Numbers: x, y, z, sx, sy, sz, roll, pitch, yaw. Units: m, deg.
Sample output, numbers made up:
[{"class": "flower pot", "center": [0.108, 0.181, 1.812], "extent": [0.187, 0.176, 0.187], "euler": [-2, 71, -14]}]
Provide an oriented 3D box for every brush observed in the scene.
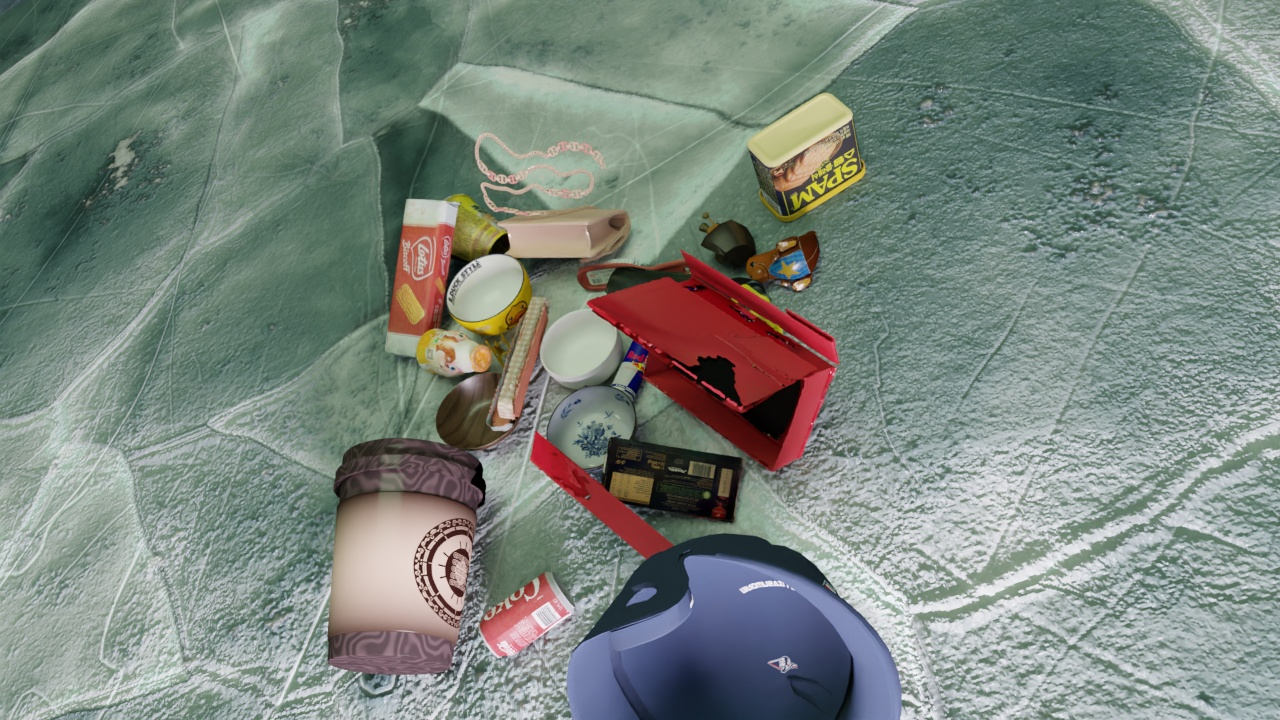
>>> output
[{"class": "brush", "center": [-0.002, -0.121, 1.226], "extent": [0.173, 0.041, 0.030], "euler": [-3, 38, 21]}]

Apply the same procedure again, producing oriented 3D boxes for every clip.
[{"class": "clip", "center": [-0.182, -0.018, 1.226], "extent": [0.045, 0.054, 0.048], "euler": [-18, 24, 35]}]

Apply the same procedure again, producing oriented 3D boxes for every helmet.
[{"class": "helmet", "center": [0.096, 0.260, 0.798], "extent": [0.273, 0.232, 0.222], "euler": [-10, 12, 40]}]

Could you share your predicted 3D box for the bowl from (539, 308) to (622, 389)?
[{"class": "bowl", "center": [-0.071, -0.009, 1.165], "extent": [0.105, 0.054, 0.104], "euler": [-10, 53, 13]}]

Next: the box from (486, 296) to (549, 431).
[{"class": "box", "center": [-0.153, -0.001, 1.155], "extent": [0.079, 0.054, 0.186], "euler": [-32, 35, 42]}]

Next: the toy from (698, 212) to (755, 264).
[{"class": "toy", "center": [0.107, -0.160, 1.197], "extent": [0.076, 0.063, 0.100], "euler": [-5, 38, -28]}]

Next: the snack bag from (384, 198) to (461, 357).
[{"class": "snack bag", "center": [-0.306, -0.114, 1.282], "extent": [0.078, 0.041, 0.225], "euler": [8, 91, 28]}]

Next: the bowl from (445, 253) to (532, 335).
[{"class": "bowl", "center": [-0.199, -0.081, 1.258], "extent": [0.117, 0.068, 0.117], "euler": [-11, 54, 15]}]

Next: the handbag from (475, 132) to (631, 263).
[{"class": "handbag", "center": [-0.101, -0.230, 1.245], "extent": [0.199, 0.187, 0.116], "euler": [5, 26, 29]}]

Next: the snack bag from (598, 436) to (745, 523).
[{"class": "snack bag", "center": [0.033, 0.131, 1.016], "extent": [0.155, 0.018, 0.074], "euler": [9, 66, 7]}]

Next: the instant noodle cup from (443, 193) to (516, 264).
[{"class": "instant noodle cup", "center": [-0.237, -0.177, 1.328], "extent": [0.108, 0.102, 0.102], "euler": [29, 71, 25]}]

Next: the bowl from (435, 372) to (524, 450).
[{"class": "bowl", "center": [-0.200, 0.072, 1.171], "extent": [0.119, 0.032, 0.119], "euler": [-10, 50, 11]}]

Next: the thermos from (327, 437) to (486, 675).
[{"class": "thermos", "center": [-0.264, 0.221, 1.019], "extent": [0.173, 0.173, 0.225], "euler": [-9, 61, 16]}]

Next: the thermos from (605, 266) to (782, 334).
[{"class": "thermos", "center": [0.062, -0.067, 1.126], "extent": [0.221, 0.098, 0.098], "euler": [16, 65, 35]}]

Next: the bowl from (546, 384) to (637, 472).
[{"class": "bowl", "center": [-0.052, 0.089, 1.093], "extent": [0.114, 0.045, 0.114], "euler": [-11, 54, 15]}]

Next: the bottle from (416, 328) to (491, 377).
[{"class": "bottle", "center": [-0.248, -0.008, 1.223], "extent": [0.109, 0.063, 0.063], "euler": [10, 61, 37]}]

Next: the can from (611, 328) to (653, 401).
[{"class": "can", "center": [-0.007, 0.007, 1.140], "extent": [0.032, 0.032, 0.095], "euler": [11, 62, 28]}]

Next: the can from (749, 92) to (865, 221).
[{"class": "can", "center": [0.215, -0.264, 1.191], "extent": [0.135, 0.104, 0.075], "euler": [-32, 51, -1]}]

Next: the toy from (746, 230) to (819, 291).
[{"class": "toy", "center": [0.181, -0.133, 1.161], "extent": [0.090, 0.071, 0.102], "euler": [-11, 30, 31]}]

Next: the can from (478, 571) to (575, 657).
[{"class": "can", "center": [-0.123, 0.274, 0.989], "extent": [0.096, 0.054, 0.054], "euler": [-34, 51, -3]}]

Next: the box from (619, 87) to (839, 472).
[{"class": "box", "center": [0.092, -0.074, 0.918], "extent": [0.107, 0.411, 0.211], "euler": [-39, 57, -24]}]
